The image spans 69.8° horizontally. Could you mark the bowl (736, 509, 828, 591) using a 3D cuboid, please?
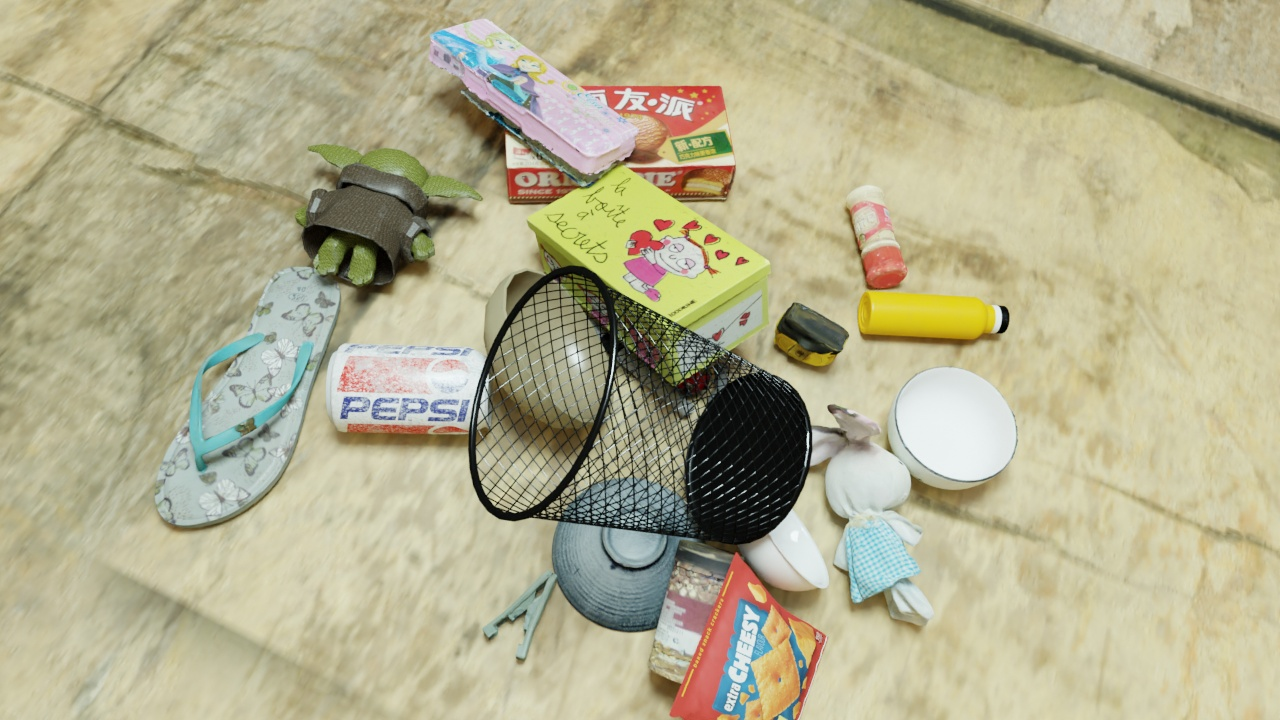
[{"bbox_3d":[0.110,0.156,0.781,0.041,0.109,0.110,-38,69,16],"label":"bowl"}]

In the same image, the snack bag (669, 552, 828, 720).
[{"bbox_3d":[0.089,0.245,0.724,0.144,0.039,0.130,45,59,-31],"label":"snack bag"}]

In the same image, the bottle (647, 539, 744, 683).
[{"bbox_3d":[0.045,0.204,0.743,0.056,0.056,0.105,15,85,2],"label":"bottle"}]

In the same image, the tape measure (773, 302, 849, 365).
[{"bbox_3d":[0.161,-0.021,0.881,0.065,0.064,0.037,32,71,0],"label":"tape measure"}]

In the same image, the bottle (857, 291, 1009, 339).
[{"bbox_3d":[0.294,-0.044,0.918,0.143,0.043,0.043,3,63,-5],"label":"bottle"}]

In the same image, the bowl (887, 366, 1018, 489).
[{"bbox_3d":[0.281,0.068,0.849,0.113,0.063,0.113,2,64,-5],"label":"bowl"}]

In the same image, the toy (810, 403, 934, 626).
[{"bbox_3d":[0.209,0.131,0.799,0.105,0.131,0.205,-18,78,-38],"label":"toy"}]

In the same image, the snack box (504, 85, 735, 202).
[{"bbox_3d":[-0.024,-0.229,0.968,0.236,0.060,0.113,-2,62,-7],"label":"snack box"}]

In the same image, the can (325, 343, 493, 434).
[{"bbox_3d":[-0.201,0.026,0.813,0.136,0.078,0.078,2,63,-5],"label":"can"}]

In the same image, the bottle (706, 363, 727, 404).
[{"bbox_3d":[0.076,0.054,0.854,0.030,0.030,0.112,2,63,-5],"label":"bottle"}]

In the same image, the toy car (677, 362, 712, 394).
[{"bbox_3d":[0.036,-0.011,0.874,0.036,0.042,0.091,-16,67,-21],"label":"toy car"}]

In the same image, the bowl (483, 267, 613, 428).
[{"bbox_3d":[-0.090,-0.003,0.820,0.051,0.152,0.152,-28,63,24],"label":"bowl"}]

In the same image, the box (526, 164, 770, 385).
[{"bbox_3d":[0.004,-0.087,0.853,0.124,0.081,0.221,-31,51,-19],"label":"box"}]

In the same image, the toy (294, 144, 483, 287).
[{"bbox_3d":[-0.259,-0.140,0.890,0.179,0.078,0.152,17,55,3],"label":"toy"}]

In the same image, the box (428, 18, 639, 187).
[{"bbox_3d":[-0.109,-0.261,0.923,0.230,0.053,0.084,39,48,17],"label":"box"}]

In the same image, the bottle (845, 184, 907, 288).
[{"bbox_3d":[0.245,-0.130,0.957,0.044,0.044,0.109,-4,64,-8],"label":"bottle"}]

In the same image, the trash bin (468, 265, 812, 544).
[{"bbox_3d":[0.007,0.050,0.701,0.210,0.185,0.183,20,57,-34],"label":"trash bin"}]

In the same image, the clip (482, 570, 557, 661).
[{"bbox_3d":[-0.094,0.208,0.765,0.059,0.023,0.076,33,67,9],"label":"clip"}]

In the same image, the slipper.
[{"bbox_3d":[-0.339,0.022,0.816,0.098,0.055,0.268,18,62,0],"label":"slipper"}]

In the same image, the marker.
[{"bbox_3d":[-0.005,0.005,0.878,0.140,0.016,0.016,40,66,13],"label":"marker"}]

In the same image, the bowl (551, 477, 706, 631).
[{"bbox_3d":[-0.007,0.156,0.779,0.137,0.057,0.136,2,63,-5],"label":"bowl"}]
